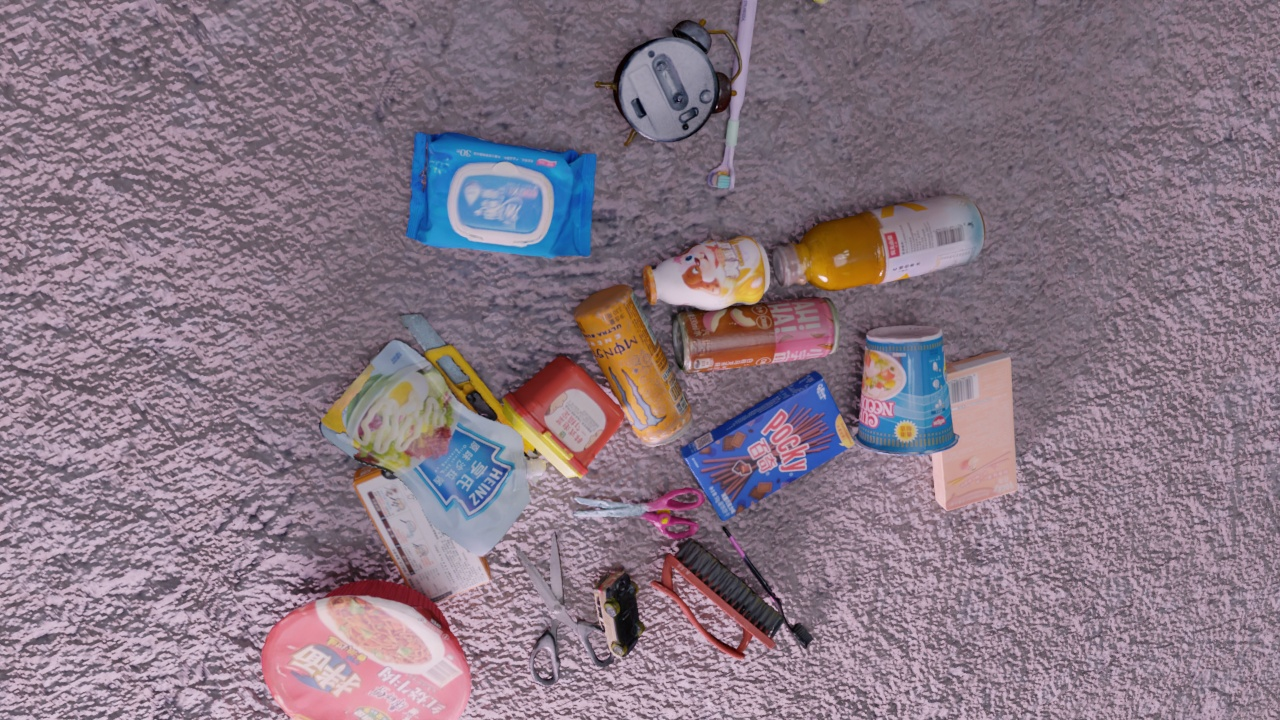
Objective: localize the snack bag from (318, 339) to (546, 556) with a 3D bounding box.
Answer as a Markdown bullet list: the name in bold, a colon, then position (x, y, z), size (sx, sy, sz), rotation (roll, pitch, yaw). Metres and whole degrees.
- **snack bag**: position (-0.179, 0.079, 0.816), size (0.191, 0.039, 0.110), rotation (41, 74, -10)

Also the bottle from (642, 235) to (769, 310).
- **bottle**: position (0.058, -0.075, 0.818), size (0.108, 0.063, 0.063), rotation (-10, 111, -8)

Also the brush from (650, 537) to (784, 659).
- **brush**: position (0.075, 0.245, 0.936), size (0.146, 0.063, 0.069), rotation (43, 83, -20)

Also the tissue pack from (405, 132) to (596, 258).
- **tissue pack**: position (-0.113, -0.135, 0.767), size (0.157, 0.052, 0.095), rotation (5, 108, -13)

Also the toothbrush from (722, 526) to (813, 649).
- **toothbrush**: position (0.136, 0.241, 0.976), size (0.017, 0.014, 0.189), rotation (-37, 112, -8)

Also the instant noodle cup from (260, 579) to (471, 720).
- **instant noodle cup**: position (-0.249, 0.276, 0.865), size (0.194, 0.065, 0.194), rotation (1, 118, 1)

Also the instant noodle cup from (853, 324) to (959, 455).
- **instant noodle cup**: position (0.255, 0.024, 0.884), size (0.099, 0.099, 0.110), rotation (-7, 102, -9)

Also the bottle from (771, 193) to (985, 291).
- **bottle**: position (0.215, -0.104, 0.838), size (0.189, 0.068, 0.068), rotation (-12, 111, -7)

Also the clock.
- **clock**: position (0.029, -0.231, 0.761), size (0.122, 0.055, 0.082), rotation (-29, 112, -1)

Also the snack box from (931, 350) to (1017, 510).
- **snack box**: position (0.344, 0.074, 0.950), size (0.084, 0.026, 0.157), rotation (-14, 112, -7)

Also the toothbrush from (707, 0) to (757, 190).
- **toothbrush**: position (0.083, -0.243, 0.788), size (0.021, 0.029, 0.189), rotation (-14, 117, -51)

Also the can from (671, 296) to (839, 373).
- **can**: position (0.106, -0.024, 0.849), size (0.147, 0.058, 0.058), rotation (-7, 111, -9)

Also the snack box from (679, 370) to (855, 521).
- **snack box**: position (0.127, 0.085, 0.910), size (0.157, 0.026, 0.084), rotation (-30, 112, 0)

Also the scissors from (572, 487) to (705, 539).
- **scissors**: position (-0.001, 0.141, 0.904), size (0.137, 0.017, 0.077), rotation (14, 124, -13)

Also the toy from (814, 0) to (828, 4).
- **toy**: position (0.140, -0.351, 0.754), size (0.100, 0.031, 0.097), rotation (13, 104, -15)

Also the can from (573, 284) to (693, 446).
- **can**: position (-0.005, 0.005, 0.836), size (0.058, 0.058, 0.146), rotation (-28, 112, -1)

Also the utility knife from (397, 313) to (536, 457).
- **utility knife**: position (-0.156, 0.031, 0.838), size (0.033, 0.015, 0.193), rotation (-36, 112, -1)

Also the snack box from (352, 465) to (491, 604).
- **snack box**: position (-0.204, 0.158, 0.867), size (0.075, 0.026, 0.154), rotation (-22, 113, -4)

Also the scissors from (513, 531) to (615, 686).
- **scissors**: position (-0.084, 0.261, 0.937), size (0.159, 0.014, 0.171), rotation (28, 100, -19)

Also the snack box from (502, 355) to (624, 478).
- **snack box**: position (-0.067, 0.049, 0.830), size (0.080, 0.082, 0.091), rotation (-45, 112, -5)

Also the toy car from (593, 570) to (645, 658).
- **toy car**: position (-0.022, 0.259, 0.934), size (0.042, 0.035, 0.090), rotation (-34, 121, -46)
